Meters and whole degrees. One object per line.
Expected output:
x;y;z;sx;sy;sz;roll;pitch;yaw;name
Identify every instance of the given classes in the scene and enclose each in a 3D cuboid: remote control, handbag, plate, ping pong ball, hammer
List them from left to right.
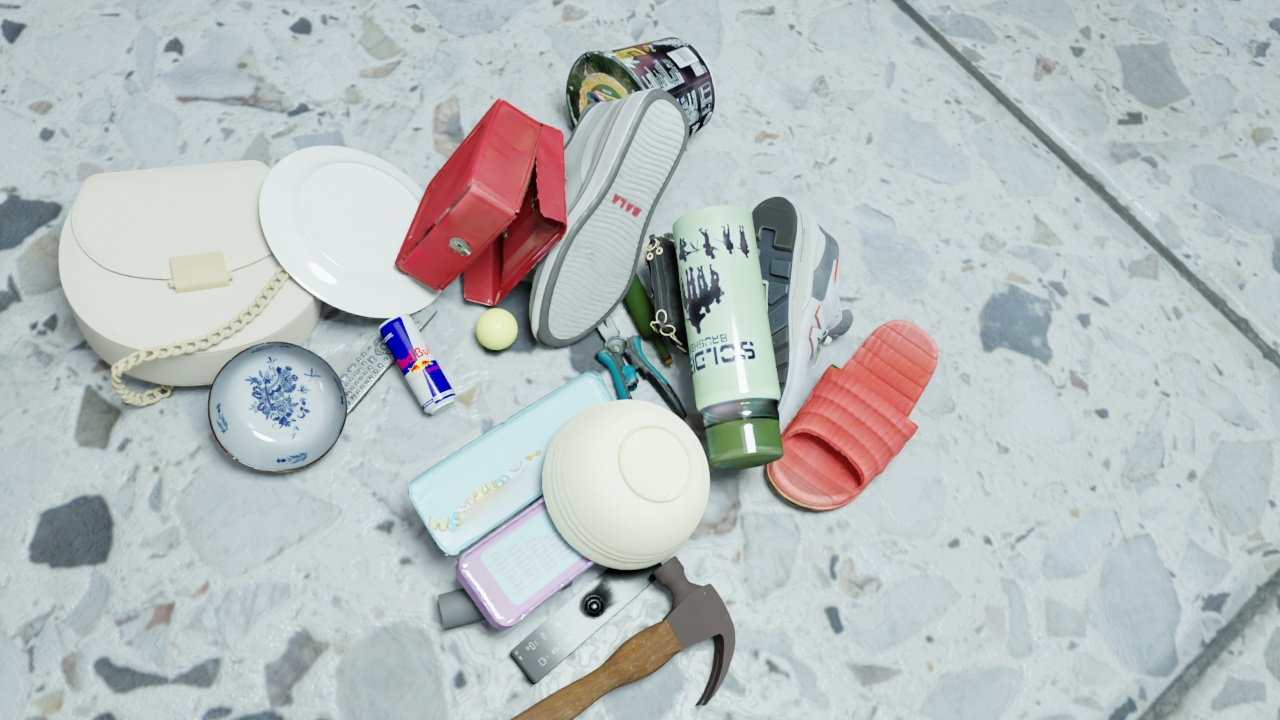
-0.404;-0.080;0.840;0.210;0.104;0.208;-12;67;-25;handbag
-0.261;-0.128;0.871;0.188;0.016;0.188;21;53;-31;plate
-0.246;-0.008;0.869;0.033;0.013;0.136;33;65;7;remote control
-0.138;-0.030;0.881;0.040;0.040;0.040;3;65;-7;ping pong ball
-0.063;0.283;0.743;0.322;0.033;0.115;-27;78;-20;hammer
-0.044;0.217;0.796;0.149;0.013;0.034;-37;75;-22;remote control
0.037;-0.067;0.898;0.054;0.079;0.128;-20;64;28;handbag

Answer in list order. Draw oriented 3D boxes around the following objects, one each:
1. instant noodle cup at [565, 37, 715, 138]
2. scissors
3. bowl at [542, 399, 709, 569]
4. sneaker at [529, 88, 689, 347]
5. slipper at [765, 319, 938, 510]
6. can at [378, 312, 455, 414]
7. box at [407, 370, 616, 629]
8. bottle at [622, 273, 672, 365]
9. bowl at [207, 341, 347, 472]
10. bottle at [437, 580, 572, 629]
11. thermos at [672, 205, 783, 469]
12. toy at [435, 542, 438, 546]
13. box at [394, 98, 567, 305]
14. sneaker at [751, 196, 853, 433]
0.008;-0.274;0.972;0.112;0.138;0.137;-33;74;-31;instant noodle cup
-0.010;0.011;0.893;0.123;0.019;0.147;13;62;-2;scissors
-0.001;0.096;0.781;0.150;0.076;0.150;10;64;-22;bowl
-0.058;-0.144;0.893;0.129;0.096;0.263;29;98;46;sneaker
0.219;0.044;0.891;0.103;0.059;0.248;40;65;11;slipper
-0.206;0.003;0.850;0.032;0.032;0.095;-29;85;-20;can
-0.079;0.114;0.798;0.213;0.035;0.151;-32;88;-32;box
0.007;-0.041;0.916;0.025;0.025;0.106;-21;70;-17;bottle
-0.317;0.038;0.809;0.114;0.045;0.114;-3;100;-16;bowl
-0.114;0.200;0.784;0.113;0.030;0.030;-12;68;-14;bottle
0.079;-0.017;0.828;0.082;0.082;0.231;-5;76;-11;thermos
-0.155;0.114;0.812;0.101;0.042;0.055;-46;101;-15;toy
-0.148;-0.147;0.855;0.110;0.158;0.133;18;54;-29;box
0.154;-0.030;0.897;0.124;0.089;0.239;7;91;-42;sneaker
